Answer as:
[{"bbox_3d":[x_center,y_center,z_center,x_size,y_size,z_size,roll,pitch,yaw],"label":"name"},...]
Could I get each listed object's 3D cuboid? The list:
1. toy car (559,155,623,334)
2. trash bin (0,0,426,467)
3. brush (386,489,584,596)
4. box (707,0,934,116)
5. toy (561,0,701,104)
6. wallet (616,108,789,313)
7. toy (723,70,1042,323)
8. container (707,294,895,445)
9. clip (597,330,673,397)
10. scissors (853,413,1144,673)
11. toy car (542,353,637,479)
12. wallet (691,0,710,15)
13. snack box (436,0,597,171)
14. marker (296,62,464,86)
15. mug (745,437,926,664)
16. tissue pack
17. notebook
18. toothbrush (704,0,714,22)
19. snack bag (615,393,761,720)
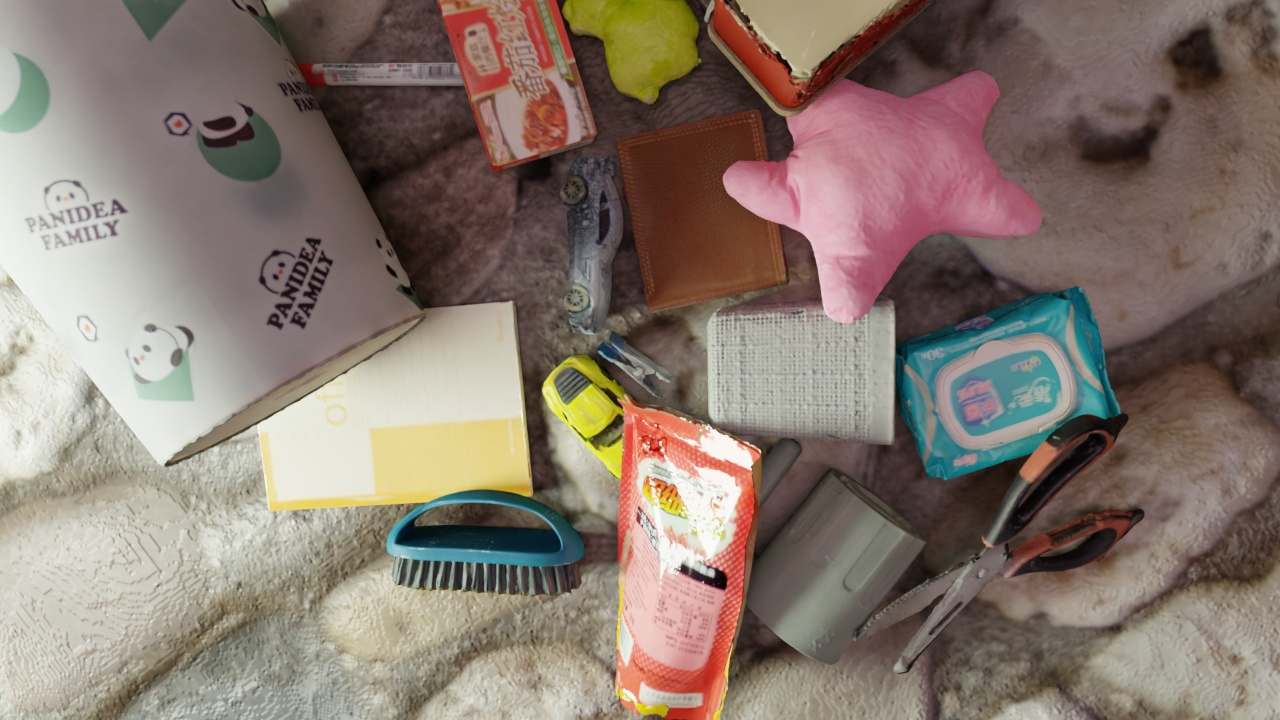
[{"bbox_3d":[-0.032,-0.078,0.621,0.037,0.054,0.121,3,98,8],"label":"toy car"},{"bbox_3d":[-0.278,-0.088,0.565,0.230,0.229,0.252,-30,95,9],"label":"trash bin"},{"bbox_3d":[-0.111,0.129,0.657,0.144,0.055,0.073,2,99,7],"label":"brush"},{"bbox_3d":[0.128,-0.232,0.533,0.168,0.078,0.091,-40,86,-1],"label":"box"},{"bbox_3d":[-0.003,-0.226,0.610,0.100,0.031,0.097,22,97,4],"label":"toy"},{"bbox_3d":[0.042,-0.101,0.623,0.101,0.032,0.124,-10,95,11],"label":"wallet"},{"bbox_3d":[0.151,-0.126,0.576,0.194,0.075,0.178,-28,69,-11],"label":"toy"},{"bbox_3d":[0.104,0.005,0.600,0.114,0.090,0.090,0,97,10],"label":"container"},{"bbox_3d":[-0.003,0.002,0.643,0.058,0.025,0.036,39,107,-5],"label":"clip"},{"bbox_3d":[0.240,0.122,0.595,0.226,0.015,0.189,-9,122,-17],"label":"scissors"},{"bbox_3d":[-0.024,0.043,0.647,0.048,0.032,0.105,-43,92,9],"label":"toy car"},{"bbox_3d":[0.096,-0.252,0.596,0.115,0.033,0.090,-42,90,6],"label":"wallet"},{"bbox_3d":[-0.087,-0.211,0.616,0.075,0.025,0.153,-18,95,-7],"label":"snack box"},{"bbox_3d":[-0.184,-0.200,0.643,0.145,0.017,0.017,2,97,6],"label":"marker"},{"bbox_3d":[0.114,0.125,0.624,0.124,0.083,0.103,40,100,26],"label":"mug"},{"bbox_3d":[0.237,0.016,0.602,0.133,0.050,0.093,-21,94,9],"label":"tissue pack"},{"bbox_3d":[-0.186,0.035,0.676,0.206,0.010,0.146,-4,96,8],"label":"notebook"},{"bbox_3d":[0.103,-0.286,0.571,0.018,0.016,0.192,38,95,-6],"label":"toothbrush"},{"bbox_3d":[0.025,0.135,0.610,0.129,0.073,0.208,26,118,45],"label":"snack bag"}]
